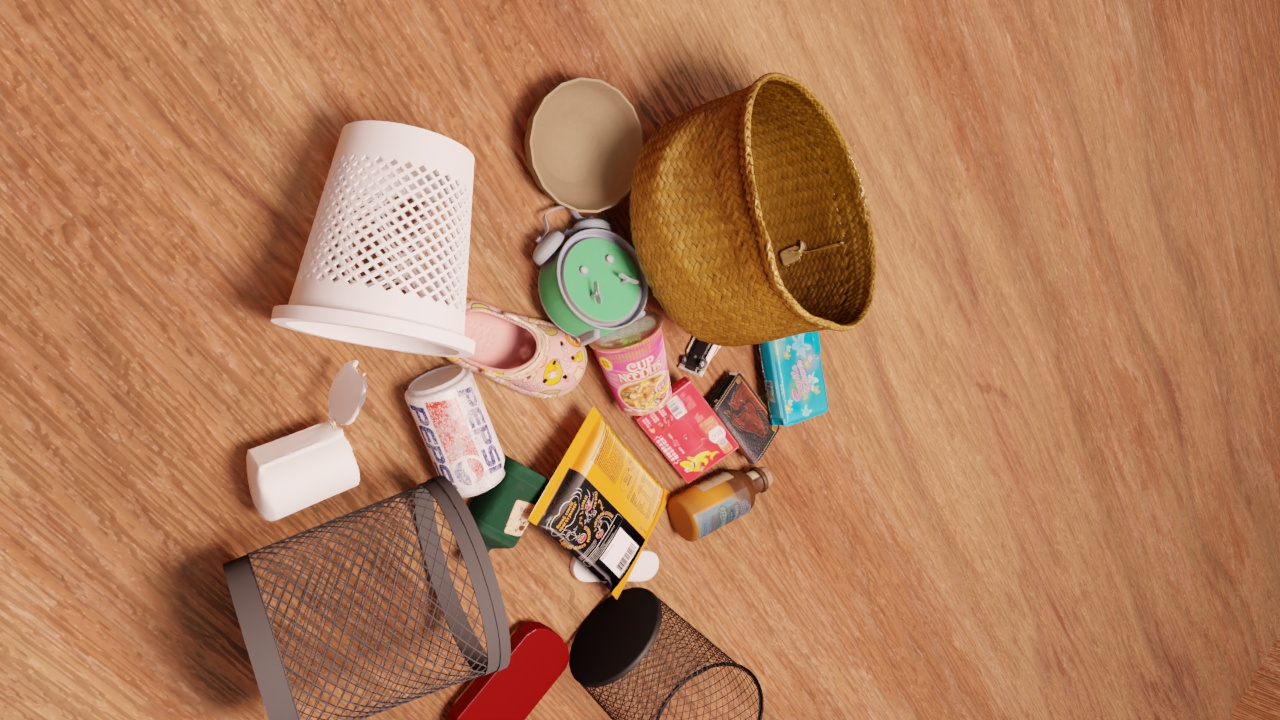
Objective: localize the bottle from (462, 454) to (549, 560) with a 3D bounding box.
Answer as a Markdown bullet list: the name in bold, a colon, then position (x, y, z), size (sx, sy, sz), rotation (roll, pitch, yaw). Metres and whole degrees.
- **bottle**: position (-0.169, 0.184, 1.091), size (0.061, 0.061, 0.131), rotation (36, 79, -35)

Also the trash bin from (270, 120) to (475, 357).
- **trash bin**: position (-0.248, -0.119, 0.918), size (0.195, 0.196, 0.199), rotation (13, 82, -34)

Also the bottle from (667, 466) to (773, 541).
- **bottle**: position (0.118, 0.190, 1.277), size (0.156, 0.068, 0.068), rotation (-22, 111, -28)

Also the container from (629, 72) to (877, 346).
- **container**: position (0.134, -0.164, 1.104), size (0.306, 0.197, 0.306), rotation (15, 71, -49)

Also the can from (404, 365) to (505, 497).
- **can**: position (-0.207, 0.080, 1.036), size (0.078, 0.078, 0.136), rotation (-28, 113, -26)

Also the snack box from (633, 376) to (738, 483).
- **snack box**: position (0.063, 0.094, 1.232), size (0.089, 0.021, 0.133), rotation (-36, 119, 3)

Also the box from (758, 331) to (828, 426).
- **box**: position (0.208, -0.026, 1.299), size (0.094, 0.041, 0.227), rotation (-16, 100, -34)

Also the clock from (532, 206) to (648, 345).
- **clock**: position (-0.063, -0.108, 1.086), size (0.121, 0.076, 0.161), rotation (-28, 93, -34)

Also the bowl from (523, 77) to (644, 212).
- **bowl**: position (-0.072, -0.250, 1.077), size (0.152, 0.050, 0.152), rotation (-7, 103, -32)

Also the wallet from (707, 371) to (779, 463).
- **wallet**: position (0.145, 0.080, 1.285), size (0.123, 0.019, 0.072), rotation (51, 62, -30)

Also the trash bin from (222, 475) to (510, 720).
- **trash bin**: position (-0.283, 0.258, 0.944), size (0.227, 0.218, 0.218), rotation (-17, 108, -26)

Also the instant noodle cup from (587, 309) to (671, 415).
- **instant noodle cup**: position (-0.007, 0.007, 1.150), size (0.097, 0.098, 0.109), rotation (-31, 121, -25)

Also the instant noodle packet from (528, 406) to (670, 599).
- **instant noodle packet**: position (-0.044, 0.184, 1.162), size (0.159, 0.032, 0.221), rotation (-60, 137, -23)

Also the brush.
- **brush**: position (-0.167, 0.406, 1.146), size (0.173, 0.042, 0.082), rotation (-49, 121, -16)

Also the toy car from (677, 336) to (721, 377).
- **toy car**: position (0.095, -0.030, 1.241), size (0.039, 0.039, 0.113), rotation (37, 78, -54)

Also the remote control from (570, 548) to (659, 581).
- **remote control**: position (-0.033, 0.273, 1.227), size (0.136, 0.013, 0.043), rotation (9, 94, -34)

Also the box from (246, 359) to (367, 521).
- **box**: position (-0.337, 0.081, 0.940), size (0.139, 0.083, 0.142), rotation (-21, 122, -30)

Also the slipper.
- **slipper**: position (-0.140, -0.008, 1.062), size (0.197, 0.082, 0.093), rotation (19, 90, -32)

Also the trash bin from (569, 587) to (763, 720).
- **trash bin**: position (0.027, 0.418, 1.202), size (0.183, 0.184, 0.210), rotation (-48, 115, -17)

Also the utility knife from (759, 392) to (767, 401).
- **utility knife**: position (0.136, 0.078, 1.301), size (0.125, 0.015, 0.022), rotation (-32, 114, -28)
